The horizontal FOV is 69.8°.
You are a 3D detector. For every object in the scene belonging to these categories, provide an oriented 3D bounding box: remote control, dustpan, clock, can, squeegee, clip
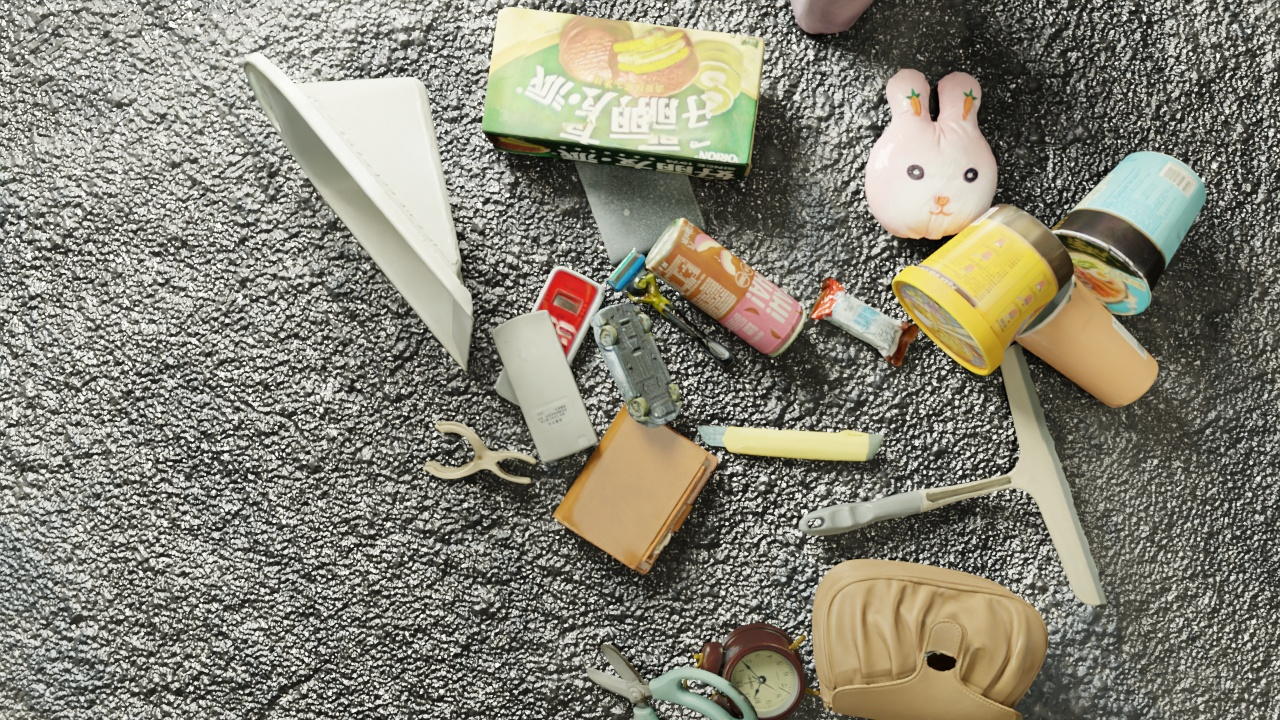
[{"bbox_3d":[-0.085,-0.019,0.857,0.056,0.020,0.136,27,91,-3],"label":"remote control"},{"bbox_3d":[-0.232,-0.123,0.756,0.142,0.223,0.257,-9,81,-13],"label":"dustpan"},{"bbox_3d":[0.100,0.296,0.858,0.122,0.055,0.082,-13,93,0],"label":"clock"},{"bbox_3d":[0.077,-0.066,0.833,0.147,0.058,0.058,35,91,-11],"label":"can"},{"bbox_3d":[0.270,0.132,0.866,0.247,0.039,0.246,-14,75,4],"label":"squeegee"},{"bbox_3d":[-0.087,0.023,0.838,0.056,0.019,0.135,-21,96,1],"label":"remote control"},{"bbox_3d":[-0.150,0.077,0.853,0.104,0.035,0.089,-5,93,-6],"label":"clip"}]

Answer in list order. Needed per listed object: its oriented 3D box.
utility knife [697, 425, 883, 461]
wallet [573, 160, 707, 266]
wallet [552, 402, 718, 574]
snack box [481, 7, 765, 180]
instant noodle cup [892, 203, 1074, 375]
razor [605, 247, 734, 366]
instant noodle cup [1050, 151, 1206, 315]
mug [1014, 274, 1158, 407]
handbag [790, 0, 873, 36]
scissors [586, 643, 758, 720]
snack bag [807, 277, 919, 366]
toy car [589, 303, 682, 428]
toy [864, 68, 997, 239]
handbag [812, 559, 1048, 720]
[{"bbox_3d":[0.142,0.077,0.869,0.175,0.019,0.031,4,88,-3],"label":"utility knife"},{"bbox_3d":[-0.002,-0.160,0.856,0.097,0.019,0.121,-20,90,-1],"label":"wallet"},{"bbox_3d":[-0.003,0.120,0.860,0.108,0.031,0.132,32,91,1],"label":"wallet"},{"bbox_3d":[-0.014,-0.236,0.819,0.240,0.063,0.114,8,87,2],"label":"snack box"},{"bbox_3d":[0.307,-0.068,0.817,0.114,0.118,0.118,-43,93,1],"label":"instant noodle cup"},{"bbox_3d":[0.033,-0.043,0.859,0.142,0.022,0.042,40,84,-9],"label":"razor"},{"bbox_3d":[0.441,-0.121,0.834,0.111,0.111,0.120,41,82,-3],"label":"instant noodle cup"},{"bbox_3d":[0.411,-0.016,0.848,0.123,0.078,0.078,37,91,-8],"label":"mug"},{"bbox_3d":[0.170,-0.370,0.763,0.098,0.197,0.145,-7,93,-1],"label":"handbag"},{"bbox_3d":[0.034,0.318,0.846,0.177,0.019,0.174,-37,88,31],"label":"scissors"},{"bbox_3d":[0.210,-0.037,0.862,0.105,0.026,0.045,29,82,-3],"label":"snack bag"},{"bbox_3d":[-0.005,0.005,0.844,0.054,0.037,0.120,-22,85,-43],"label":"toy car"},{"bbox_3d":[0.267,-0.191,0.847,0.121,0.054,0.159,0,88,-3],"label":"toy"},{"bbox_3d":[0.261,0.264,0.839,0.204,0.099,0.148,8,93,1],"label":"handbag"}]
